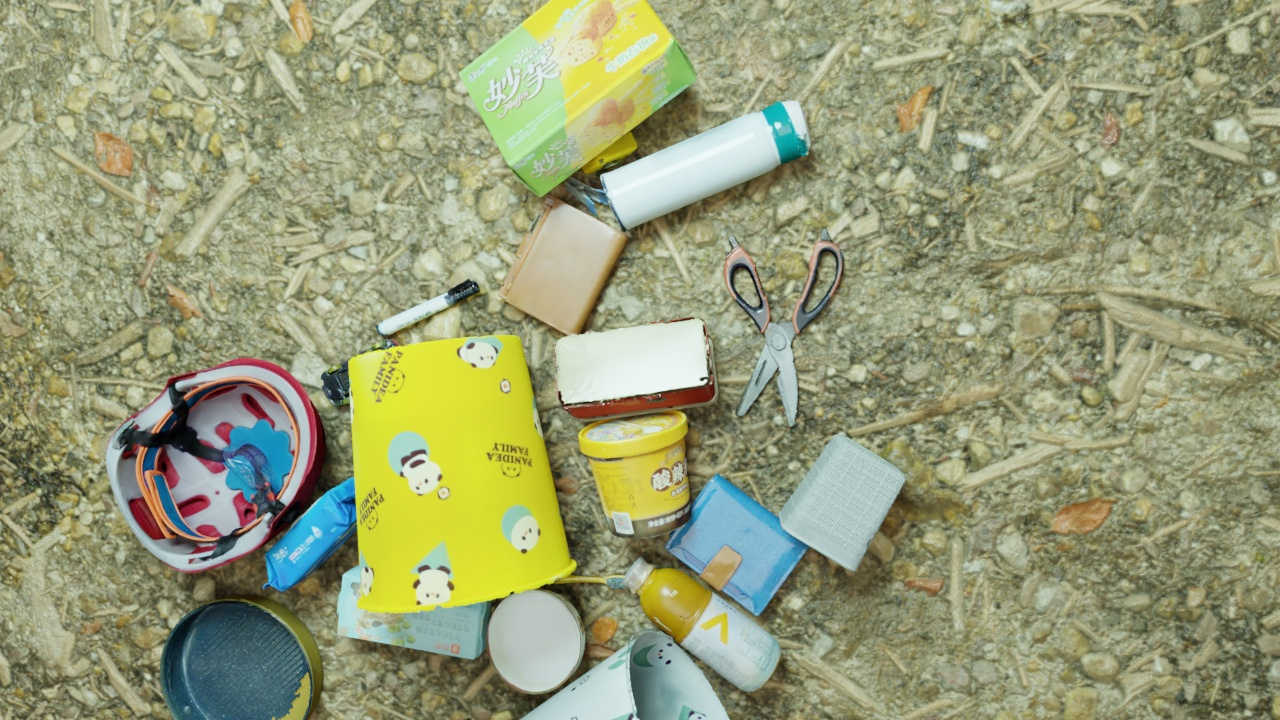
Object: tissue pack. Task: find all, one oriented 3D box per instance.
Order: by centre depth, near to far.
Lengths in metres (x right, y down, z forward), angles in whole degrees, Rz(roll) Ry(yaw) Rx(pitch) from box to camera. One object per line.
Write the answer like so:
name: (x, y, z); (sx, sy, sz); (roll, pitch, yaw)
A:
tissue pack: (-0.370, 0.197, 1.061); (0.052, 0.095, 0.157); (45, 100, 0)

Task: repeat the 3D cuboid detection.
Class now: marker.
marker: (-0.247, -0.061, 1.061); (0.131, 0.018, 0.022); (-23, 134, 8)

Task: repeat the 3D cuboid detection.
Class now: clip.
clip: (-0.062, -0.186, 1.020); (0.058, 0.027, 0.045); (33, 73, 24)

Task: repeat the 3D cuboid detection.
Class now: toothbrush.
toothbrush: (-0.104, 0.255, 1.065); (0.191, 0.018, 0.016); (0, 92, 8)

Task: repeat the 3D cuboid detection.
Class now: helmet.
helmet: (-0.457, 0.113, 1.046); (0.240, 0.144, 0.207); (-39, 82, -5)

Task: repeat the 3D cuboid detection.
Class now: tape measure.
tape measure: (-0.038, -0.222, 1.000); (0.059, 0.057, 0.029); (-27, 94, -31)

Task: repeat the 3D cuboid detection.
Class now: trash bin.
trash bin: (-0.199, 0.113, 0.973); (0.230, 0.229, 0.255); (-9, 88, 9)
trash bin: (-0.044, 0.450, 0.977); (0.252, 0.229, 0.229); (-34, 89, 14)

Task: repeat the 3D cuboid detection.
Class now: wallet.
wallet: (0.107, 0.205, 1.023); (0.133, 0.040, 0.106); (36, 94, 5)
wallet: (-0.088, -0.105, 1.029); (0.108, 0.031, 0.132); (28, 96, 3)

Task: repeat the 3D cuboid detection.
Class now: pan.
pan: (-0.543, 0.438, 1.112); (0.358, 0.078, 0.197); (-44, 87, 9)

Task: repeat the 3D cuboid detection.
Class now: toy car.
toy car: (-0.323, 0.015, 1.071); (0.106, 0.031, 0.049); (-27, 89, 8)

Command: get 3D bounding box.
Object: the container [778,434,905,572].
container: (0.216, 0.147, 0.977); (0.090, 0.090, 0.114); (31, 95, 4)

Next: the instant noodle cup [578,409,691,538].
instant noodle cup: (0.000, 0.123, 0.995); (0.118, 0.118, 0.114); (-9, 100, 8)

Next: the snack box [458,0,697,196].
snack box: (-0.069, -0.297, 0.961); (0.210, 0.070, 0.157); (-35, 60, 9)

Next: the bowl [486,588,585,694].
bowl: (-0.112, 0.315, 1.044); (0.113, 0.062, 0.113); (-2, 83, 15)

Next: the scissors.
scissors: (0.153, -0.043, 1.008); (0.189, 0.015, 0.226); (-30, 91, 9)

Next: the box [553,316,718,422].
box: (-0.006, 0.006, 0.989); (0.168, 0.080, 0.091); (-8, 69, 8)

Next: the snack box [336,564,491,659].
snack box: (-0.263, 0.292, 1.074); (0.175, 0.051, 0.074); (7, 94, 8)

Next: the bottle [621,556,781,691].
bottle: (0.065, 0.288, 1.018); (0.189, 0.068, 0.068); (36, 98, 4)

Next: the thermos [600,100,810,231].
thermos: (0.072, -0.212, 0.982); (0.224, 0.073, 0.073); (-21, 91, 9)
